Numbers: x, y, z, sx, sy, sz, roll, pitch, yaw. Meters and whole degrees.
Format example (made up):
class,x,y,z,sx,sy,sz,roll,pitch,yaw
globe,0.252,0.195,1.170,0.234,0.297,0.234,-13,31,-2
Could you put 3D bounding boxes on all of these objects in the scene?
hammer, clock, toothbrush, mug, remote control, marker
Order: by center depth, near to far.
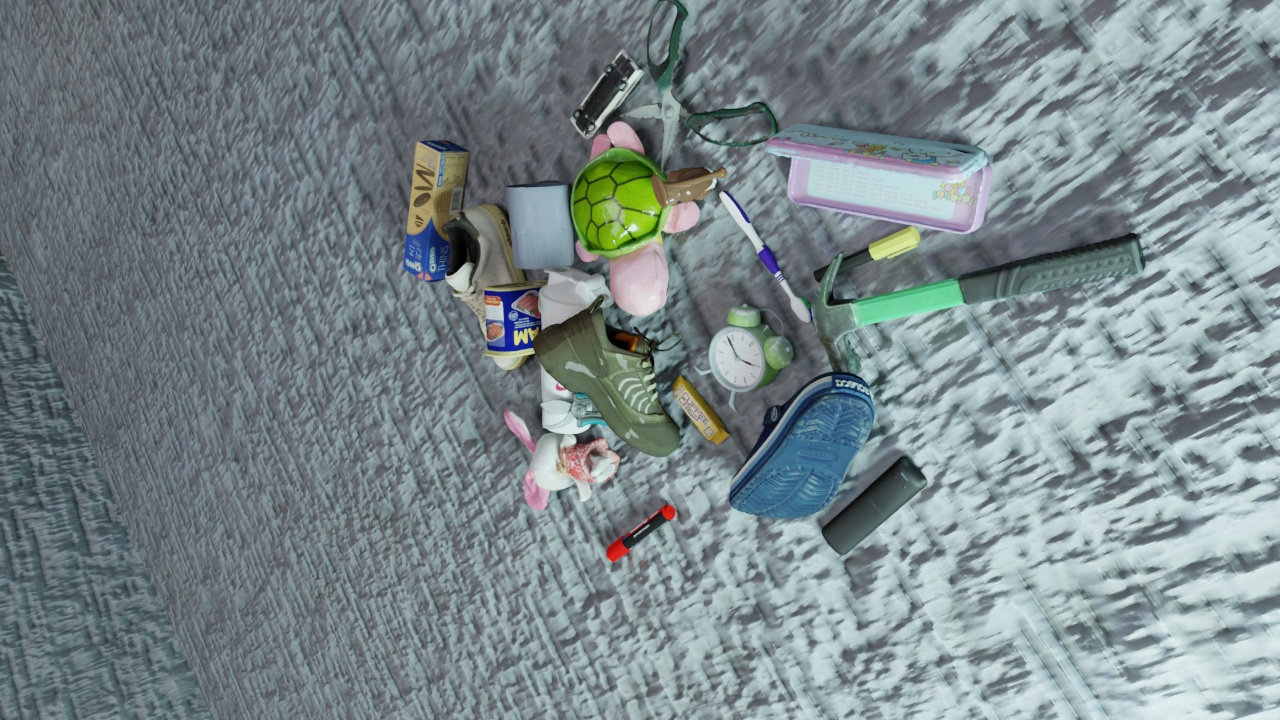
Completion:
class,x,y,z,sx,sy,sz,roll,pitch,yaw
hammer,0.314,-0.069,0.898,0.320,0.032,0.130,-12,104,39
marker,0.237,-0.108,0.969,0.124,0.017,0.021,-23,86,43
remote control,0.257,0.165,1.024,0.041,0.020,0.152,51,130,20
toothbrush,0.143,-0.120,1.048,0.015,0.016,0.186,-43,71,39
clock,0.126,-0.010,1.074,0.094,0.042,0.120,48,128,19
mug,-0.126,-0.180,1.203,0.084,0.123,0.104,-2,104,4
marker,0.000,0.237,1.263,0.145,0.021,0.023,-44,42,39

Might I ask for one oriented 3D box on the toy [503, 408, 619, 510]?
class,x,y,z,sx,sy,sz,roll,pitch,yaw
toy,-0.109,0.144,1.288,0.195,0.084,0.159,3,111,40

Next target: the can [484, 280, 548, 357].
class,x,y,z,sx,sy,sz,roll,pitch,yaw
can,-0.161,-0.059,1.259,0.057,0.116,0.092,8,104,39

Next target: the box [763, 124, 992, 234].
class,x,y,z,sx,sy,sz,roll,pitch,yaw
box,0.227,-0.182,0.908,0.214,0.092,0.089,19,113,36

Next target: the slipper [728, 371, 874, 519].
class,x,y,z,sx,sy,sz,roll,pitch,yaw
slipper,0.183,0.090,1.025,0.254,0.105,0.095,117,161,-47

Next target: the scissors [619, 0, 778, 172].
class,x,y,z,sx,sy,sz,roll,pitch,yaw
scissors,0.067,-0.314,1.048,0.202,0.015,0.202,10,99,26

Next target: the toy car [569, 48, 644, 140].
class,x,y,z,sx,sy,sz,roll,pitch,yaw
toy car,-0.039,-0.326,1.132,0.113,0.039,0.039,-47,71,33

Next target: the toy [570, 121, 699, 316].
class,x,y,z,sx,sy,sz,roll,pitch,yaw
toy,-0.019,-0.170,1.127,0.190,0.087,0.238,-12,89,31

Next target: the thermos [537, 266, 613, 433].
class,x,y,z,sx,sy,sz,roll,pitch,yaw
thermos,-0.090,-0.013,1.231,0.099,0.099,0.221,24,121,34

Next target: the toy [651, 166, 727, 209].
class,x,y,z,sx,sy,sz,roll,pitch,yaw
toy,0.050,-0.201,1.057,0.055,0.101,0.041,-10,101,59

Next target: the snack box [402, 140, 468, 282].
class,x,y,z,sx,sy,sz,roll,pitch,yaw
snack box,-0.310,-0.222,1.380,0.056,0.057,0.207,31,120,32

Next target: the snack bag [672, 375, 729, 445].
class,x,y,z,sx,sy,sz,roll,pitch,yaw
snack bag,0.073,0.063,1.154,0.099,0.020,0.026,52,128,17

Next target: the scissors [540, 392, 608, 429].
class,x,y,z,sx,sy,sz,roll,pitch,yaw
scissors,-0.049,0.064,1.212,0.156,0.019,0.124,-42,99,2

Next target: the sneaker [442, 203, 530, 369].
class,x,y,z,sx,sy,sz,roll,pitch,yaw
sneaker,-0.223,-0.100,1.307,0.089,0.102,0.241,-7,98,41

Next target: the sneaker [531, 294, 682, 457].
class,x,y,z,sx,sy,sz,roll,pitch,yaw
sneaker,-0.007,0.007,1.132,0.143,0.238,0.101,-42,29,8
